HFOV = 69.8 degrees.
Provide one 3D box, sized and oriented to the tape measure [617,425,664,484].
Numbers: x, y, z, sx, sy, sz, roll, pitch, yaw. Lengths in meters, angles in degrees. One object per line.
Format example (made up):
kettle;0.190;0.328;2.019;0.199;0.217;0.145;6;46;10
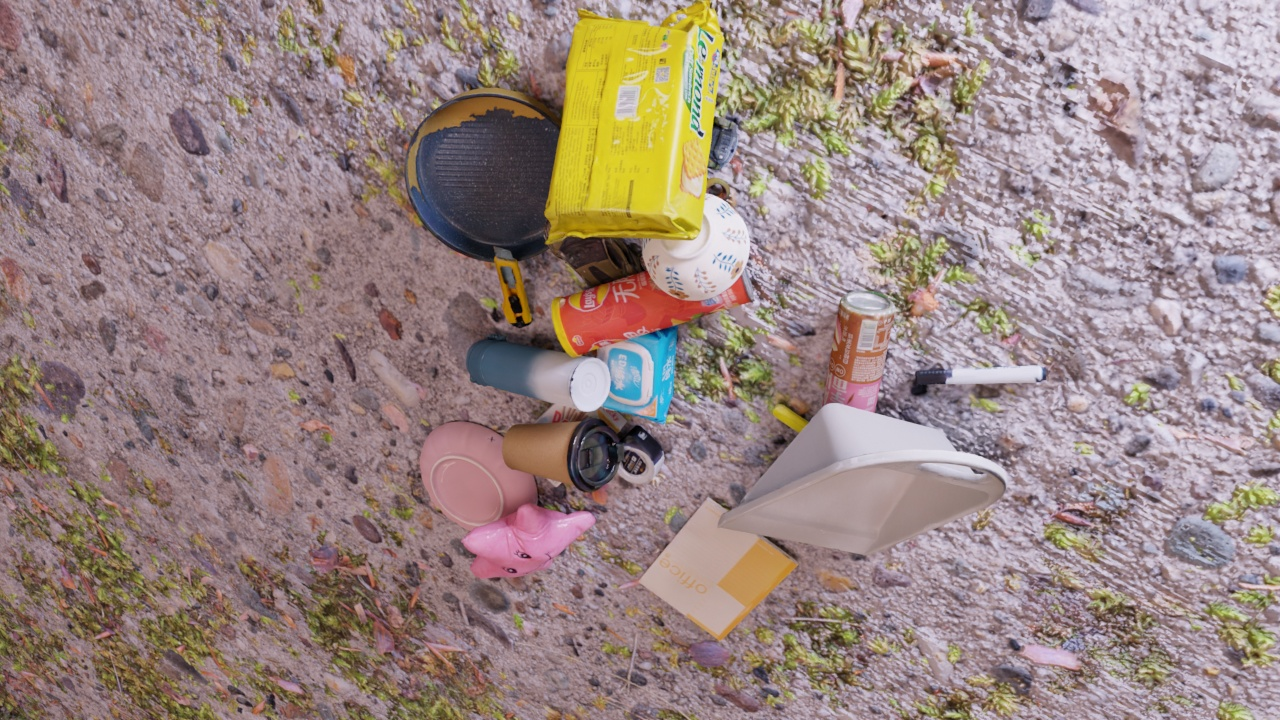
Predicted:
tape measure;-0.004;0.126;1.185;0.066;0.033;0.066;45;128;-1

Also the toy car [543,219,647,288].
toy car;-0.049;-0.115;1.028;0.070;0.042;0.158;-18;145;26

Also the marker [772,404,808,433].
marker;0.209;0.089;1.078;0.124;0.015;0.018;34;127;1

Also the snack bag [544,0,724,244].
snack bag;-0.009;-0.232;0.905;0.158;0.068;0.246;5;85;23

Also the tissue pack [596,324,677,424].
tissue pack;-0.007;0.006;1.101;0.090;0.063;0.140;14;122;18

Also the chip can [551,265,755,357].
chip can;0.014;-0.066;1.012;0.217;0.073;0.073;-16;110;12

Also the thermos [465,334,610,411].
thermos;-0.133;0.012;1.128;0.221;0.070;0.070;12;123;43

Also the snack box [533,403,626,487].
snack box;-0.096;0.097;1.217;0.084;0.026;0.157;44;127;-3

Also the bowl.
bowl;0.052;-0.122;0.941;0.113;0.062;0.113;-3;80;16

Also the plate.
plate;-0.241;0.179;1.322;0.193;0.038;0.193;11;121;19

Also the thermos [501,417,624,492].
thermos;-0.102;0.116;1.163;0.143;0.092;0.093;2;118;33

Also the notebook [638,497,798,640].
notebook;0.100;0.285;1.235;0.146;0.010;0.207;36;128;3

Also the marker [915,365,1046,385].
marker;0.355;0.017;0.964;0.131;0.022;0.018;-3;110;28

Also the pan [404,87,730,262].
pan;-0.082;-0.197;1.013;0.357;0.078;0.198;-1;123;1

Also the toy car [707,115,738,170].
toy car;0.042;-0.238;0.955;0.120;0.036;0.054;20;101;6

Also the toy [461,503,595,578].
toy;-0.175;0.256;1.279;0.178;0.074;0.195;12;137;-37

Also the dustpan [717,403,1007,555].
dustpan;0.247;0.153;0.973;0.222;0.142;0.258;15;120;-23

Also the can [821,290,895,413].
can;0.233;0.001;0.989;0.058;0.057;0.147;14;122;18

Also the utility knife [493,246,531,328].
utility knife;-0.155;-0.084;1.101;0.033;0.015;0.174;-3;151;0
